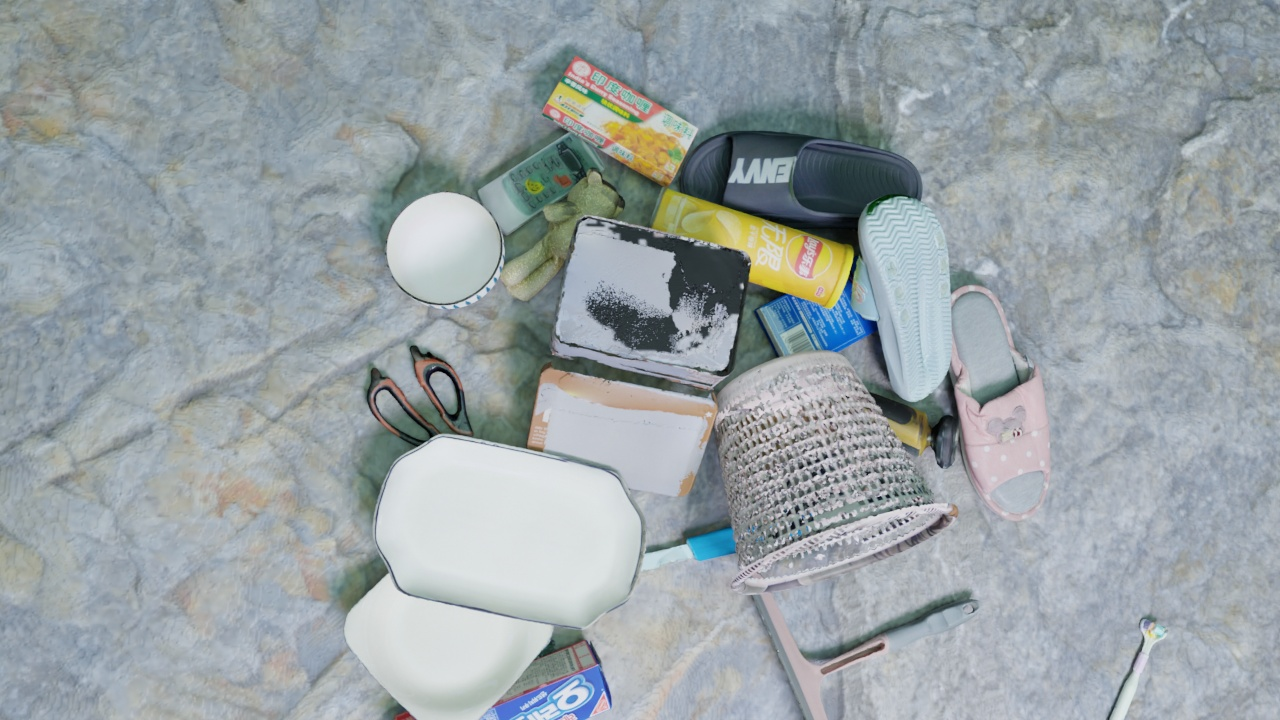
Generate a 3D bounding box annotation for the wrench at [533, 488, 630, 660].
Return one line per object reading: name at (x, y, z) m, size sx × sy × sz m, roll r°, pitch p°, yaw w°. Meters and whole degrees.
wrench at (-0.058, 0.186, 0.959) m, size 0.056 × 0.016 × 0.273 m, roll 31°, pitch 80°, yaw -10°

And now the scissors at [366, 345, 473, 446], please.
scissors at (-0.179, 0.076, 0.946) m, size 0.205 × 0.015 × 0.196 m, roll 5°, pitch 83°, yaw -11°

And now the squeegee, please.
squeegee at (0.264, 0.310, 0.999) m, size 0.249 × 0.040 × 0.247 m, roll -16°, pitch 71°, yaw -17°

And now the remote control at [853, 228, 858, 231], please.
remote control at (0.245, -0.184, 1.042) m, size 0.053 × 0.024 × 0.136 m, roll -40°, pitch 85°, yaw -3°

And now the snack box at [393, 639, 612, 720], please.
snack box at (-0.133, 0.346, 0.904) m, size 0.207 × 0.058 × 0.057 m, roll -19°, pitch 105°, yaw -12°

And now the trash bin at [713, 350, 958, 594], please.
trash bin at (0.169, 0.105, 0.913) m, size 0.227 × 0.228 × 0.192 m, roll -12°, pitch 65°, yaw -12°

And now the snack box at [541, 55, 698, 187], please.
snack box at (-0.021, -0.257, 0.990) m, size 0.156 × 0.027 × 0.076 m, roll 29°, pitch 62°, yaw -7°

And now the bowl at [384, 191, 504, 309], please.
bowl at (-0.192, -0.105, 0.928) m, size 0.116 × 0.066 × 0.116 m, roll 0°, pitch 81°, yaw 1°

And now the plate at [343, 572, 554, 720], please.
plate at (-0.186, 0.263, 0.899) m, size 0.163 × 0.034 × 0.163 m, roll 42°, pitch 60°, yaw 9°

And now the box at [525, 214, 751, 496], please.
box at (-0.005, 0.005, 0.897) m, size 0.179 × 0.125 × 0.274 m, roll 12°, pitch 101°, yaw -6°

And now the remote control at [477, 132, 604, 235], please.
remote control at (-0.106, -0.191, 0.981) m, size 0.135 × 0.019 × 0.056 m, roll -35°, pitch 92°, yaw -12°

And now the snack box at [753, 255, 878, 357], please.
snack box at (0.213, -0.054, 1.027) m, size 0.157 × 0.026 × 0.084 m, roll -28°, pitch 91°, yaw -12°

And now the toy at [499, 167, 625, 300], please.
toy at (-0.084, -0.128, 0.958) m, size 0.157 × 0.066 × 0.105 m, roll -46°, pitch 138°, yaw -2°

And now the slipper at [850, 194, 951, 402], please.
slipper at (0.277, -0.066, 0.985) m, size 0.103 × 0.074 × 0.246 m, roll -33°, pitch 122°, yaw -24°

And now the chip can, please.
chip can at (0.114, -0.121, 0.975) m, size 0.213 × 0.072 × 0.072 m, roll 19°, pitch 82°, yaw 0°

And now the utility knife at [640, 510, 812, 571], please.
utility knife at (0.086, 0.195, 0.984) m, size 0.216 × 0.018 × 0.034 m, roll -11°, pitch 89°, yaw -13°

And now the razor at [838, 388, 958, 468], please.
razor at (0.277, 0.062, 1.014) m, size 0.167 × 0.068 × 0.062 m, roll 23°, pitch 56°, yaw -1°

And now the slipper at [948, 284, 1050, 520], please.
slipper at (0.406, 0.046, 1.038) m, size 0.114 × 0.054 × 0.274 m, roll -13°, pitch 88°, yaw -15°

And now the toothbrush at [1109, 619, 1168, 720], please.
toothbrush at (0.559, 0.390, 1.059) m, size 0.020 × 0.029 × 0.189 m, roll 37°, pitch 78°, yaw -47°

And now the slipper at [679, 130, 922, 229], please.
slipper at (0.178, -0.202, 0.993) m, size 0.268 × 0.083 × 0.110 m, roll 4°, pitch 83°, yaw 0°

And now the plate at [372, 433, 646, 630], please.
plate at (-0.127, 0.169, 0.908) m, size 0.265 × 0.034 × 0.162 m, roll 13°, pitch 78°, yaw -8°
